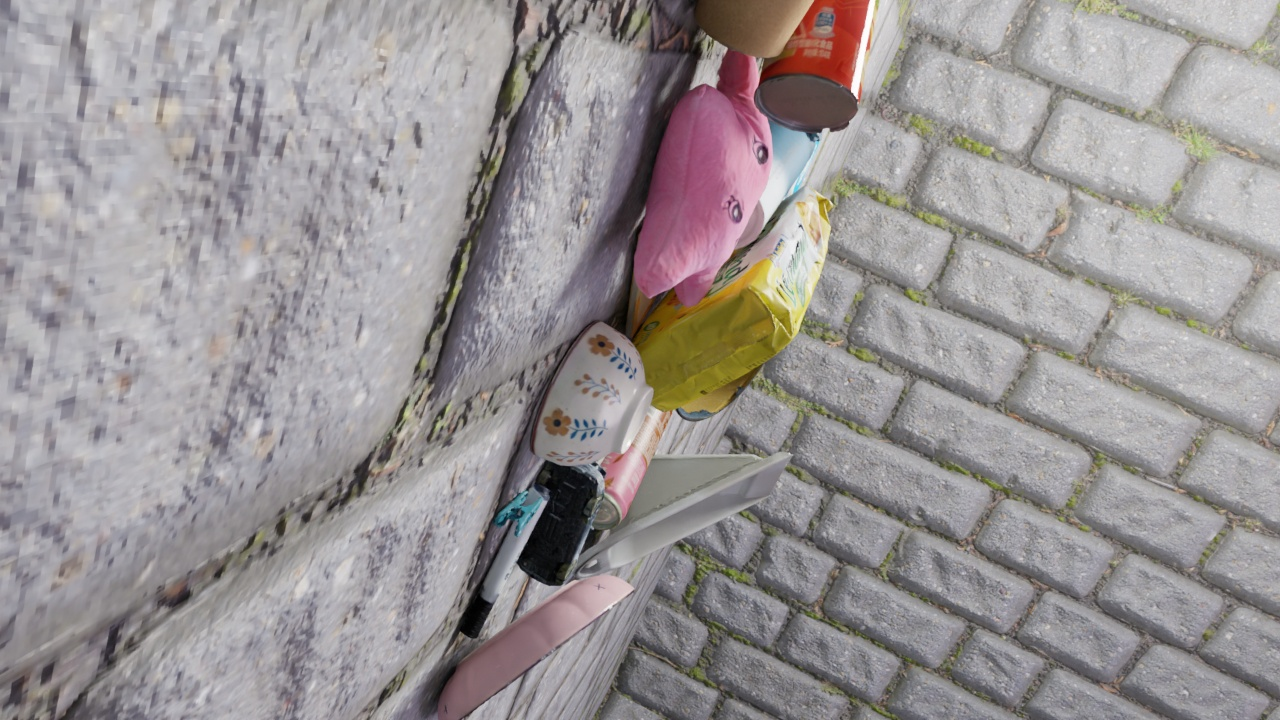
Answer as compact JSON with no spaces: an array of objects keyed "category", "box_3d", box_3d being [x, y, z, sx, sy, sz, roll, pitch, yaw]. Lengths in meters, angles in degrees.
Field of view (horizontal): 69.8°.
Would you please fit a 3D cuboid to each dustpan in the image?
[{"category":"dustpan","box_3d":[0.046,0.205,1.147,0.223,0.258,0.142,89,4,-69]}]

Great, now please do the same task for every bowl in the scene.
[{"category":"bowl","box_3d":[-0.029,0.033,0.694,0.113,0.062,0.113,26,89,-81]}]

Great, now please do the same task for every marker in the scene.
[{"category":"marker","box_3d":[-0.106,0.157,0.725,0.130,0.018,0.022,-63,178,-5]}]

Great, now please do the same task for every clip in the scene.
[{"category":"clip","box_3d":[-0.091,0.114,0.691,0.056,0.046,0.014,-40,153,-69]}]

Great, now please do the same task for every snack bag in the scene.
[{"category":"snack bag","box_3d":[0.083,-0.053,0.796,0.158,0.068,0.245,-32,-165,35]}]

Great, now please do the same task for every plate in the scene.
[{"category":"plate","box_3d":[-0.093,0.235,0.771,0.192,0.039,0.192,-35,169,-8]}]

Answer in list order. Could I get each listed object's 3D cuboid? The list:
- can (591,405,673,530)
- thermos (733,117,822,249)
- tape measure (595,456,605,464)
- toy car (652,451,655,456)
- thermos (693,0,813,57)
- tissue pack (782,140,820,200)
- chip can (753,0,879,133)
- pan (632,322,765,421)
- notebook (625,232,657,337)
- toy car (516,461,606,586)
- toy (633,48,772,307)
[{"category":"can","box_3d":[-0.018,0.084,0.850,0.058,0.058,0.146,105,9,-46]},{"category":"thermos","box_3d":[0.111,-0.174,0.835,0.219,0.070,0.070,-53,165,-51]},{"category":"tape measure","box_3d":[-0.041,0.062,0.782,0.065,0.033,0.066,-61,168,-24]},{"category":"toy car","box_3d":[-0.014,0.115,1.032,0.157,0.042,0.070,-57,168,-34]},{"category":"thermos","box_3d":[0.085,-0.251,0.520,0.092,0.093,0.144,-54,173,-47]},{"category":"tissue pack","box_3d":[0.152,-0.219,1.004,0.140,0.063,0.090,-66,170,5]},{"category":"chip can","box_3d":[0.131,-0.265,0.621,0.073,0.073,0.216,73,31,-76]},{"category":"pan","box_3d":[0.067,-0.020,0.996,0.356,0.078,0.198,12,110,-58]},{"category":"notebook","box_3d":[0.040,-0.133,0.788,0.205,0.010,0.146,-59,170,-29]},{"category":"toy car","box_3d":[-0.066,0.132,0.763,0.036,0.054,0.121,-39,153,-64]},{"category":"toy","box_3d":[0.044,-0.124,0.636,0.178,0.075,0.194,65,46,-66]}]
